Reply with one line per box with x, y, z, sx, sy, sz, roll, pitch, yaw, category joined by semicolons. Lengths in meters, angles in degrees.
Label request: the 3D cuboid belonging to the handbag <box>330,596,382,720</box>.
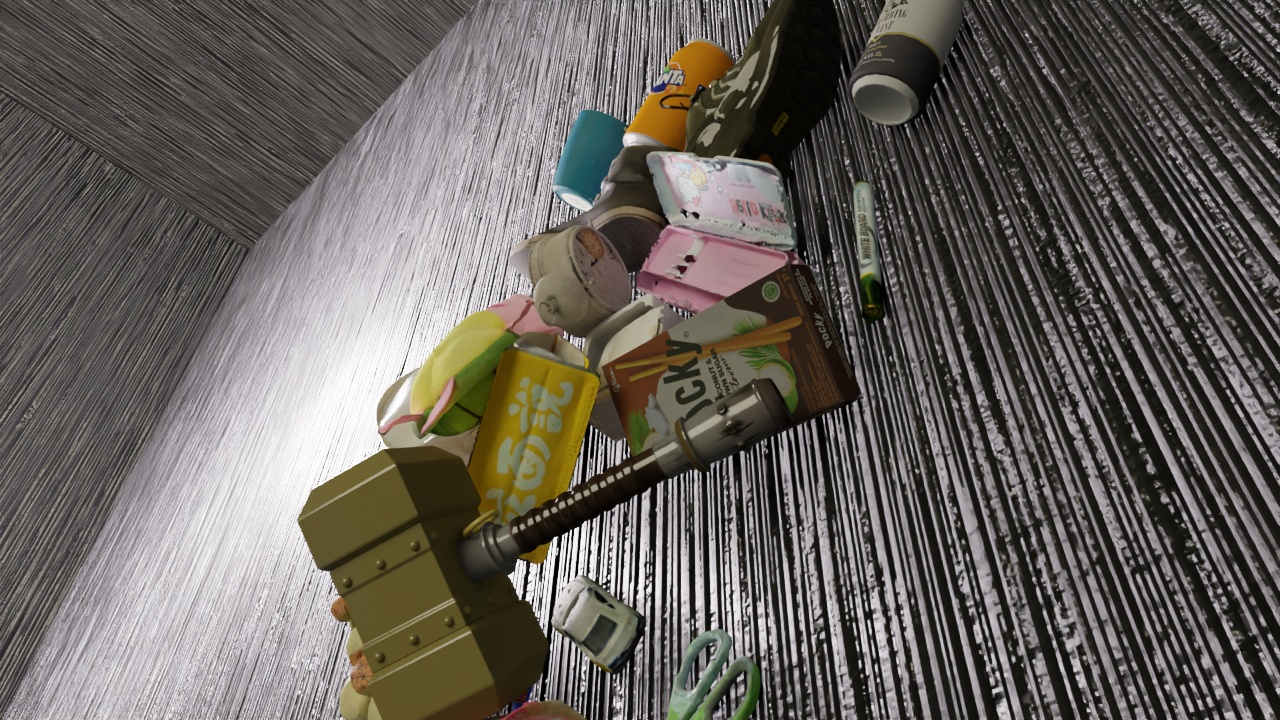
-0.196;0.235;0.770;0.113;0.123;0.171;-47;41;14;handbag

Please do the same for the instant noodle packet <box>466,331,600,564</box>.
-0.100;0.061;0.812;0.221;0.084;0.163;-124;50;-81;instant noodle packet

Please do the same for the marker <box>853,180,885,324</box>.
0.172;-0.086;0.697;0.017;0.017;0.146;-30;37;35;marker

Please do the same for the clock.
-0.057;-0.071;0.856;0.061;0.103;0.156;-26;14;28;clock

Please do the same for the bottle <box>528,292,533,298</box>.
-0.101;-0.056;1.025;0.113;0.047;0.047;0;59;55;bottle

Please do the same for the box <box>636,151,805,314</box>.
0.068;-0.106;0.802;0.202;0.073;0.150;27;112;56;box

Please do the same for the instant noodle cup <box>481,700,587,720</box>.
-0.092;0.282;0.618;0.109;0.097;0.097;-28;38;50;instant noodle cup

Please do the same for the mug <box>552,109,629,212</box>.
-0.060;-0.237;1.136;0.112;0.084;0.104;131;164;-79;mug

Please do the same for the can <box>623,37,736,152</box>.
0.046;-0.278;1.014;0.079;0.079;0.142;11;68;58;can

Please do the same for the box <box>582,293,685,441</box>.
-0.012;0.000;0.811;0.103;0.076;0.107;-32;38;35;box

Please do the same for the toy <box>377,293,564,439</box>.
-0.158;0.008;0.881;0.191;0.087;0.237;-35;9;35;toy

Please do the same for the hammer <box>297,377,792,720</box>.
-0.047;0.103;0.626;0.325;0.190;0.100;-29;-10;12;hammer

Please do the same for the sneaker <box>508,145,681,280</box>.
-0.048;-0.150;1.004;0.235;0.095;0.119;-21;40;47;sneaker

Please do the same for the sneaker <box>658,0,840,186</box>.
0.098;-0.244;0.886;0.143;0.101;0.237;14;77;52;sneaker

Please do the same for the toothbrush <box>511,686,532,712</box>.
-0.117;0.321;0.679;0.016;0.018;0.182;4;59;28;toothbrush

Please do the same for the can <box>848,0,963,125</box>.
0.223;-0.261;0.760;0.064;0.064;0.127;1;59;55;can

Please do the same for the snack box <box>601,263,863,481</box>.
0.060;0.015;0.678;0.186;0.031;0.101;-28;76;37;snack box

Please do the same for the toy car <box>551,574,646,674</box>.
-0.037;0.194;0.686;0.105;0.033;0.048;13;72;60;toy car

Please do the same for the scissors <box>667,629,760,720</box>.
0.017;0.252;0.567;0.078;0.032;0.175;22;82;58;scissors

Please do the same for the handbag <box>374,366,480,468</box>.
-0.178;0.050;1.002;0.199;0.093;0.200;-33;29;-6;handbag
